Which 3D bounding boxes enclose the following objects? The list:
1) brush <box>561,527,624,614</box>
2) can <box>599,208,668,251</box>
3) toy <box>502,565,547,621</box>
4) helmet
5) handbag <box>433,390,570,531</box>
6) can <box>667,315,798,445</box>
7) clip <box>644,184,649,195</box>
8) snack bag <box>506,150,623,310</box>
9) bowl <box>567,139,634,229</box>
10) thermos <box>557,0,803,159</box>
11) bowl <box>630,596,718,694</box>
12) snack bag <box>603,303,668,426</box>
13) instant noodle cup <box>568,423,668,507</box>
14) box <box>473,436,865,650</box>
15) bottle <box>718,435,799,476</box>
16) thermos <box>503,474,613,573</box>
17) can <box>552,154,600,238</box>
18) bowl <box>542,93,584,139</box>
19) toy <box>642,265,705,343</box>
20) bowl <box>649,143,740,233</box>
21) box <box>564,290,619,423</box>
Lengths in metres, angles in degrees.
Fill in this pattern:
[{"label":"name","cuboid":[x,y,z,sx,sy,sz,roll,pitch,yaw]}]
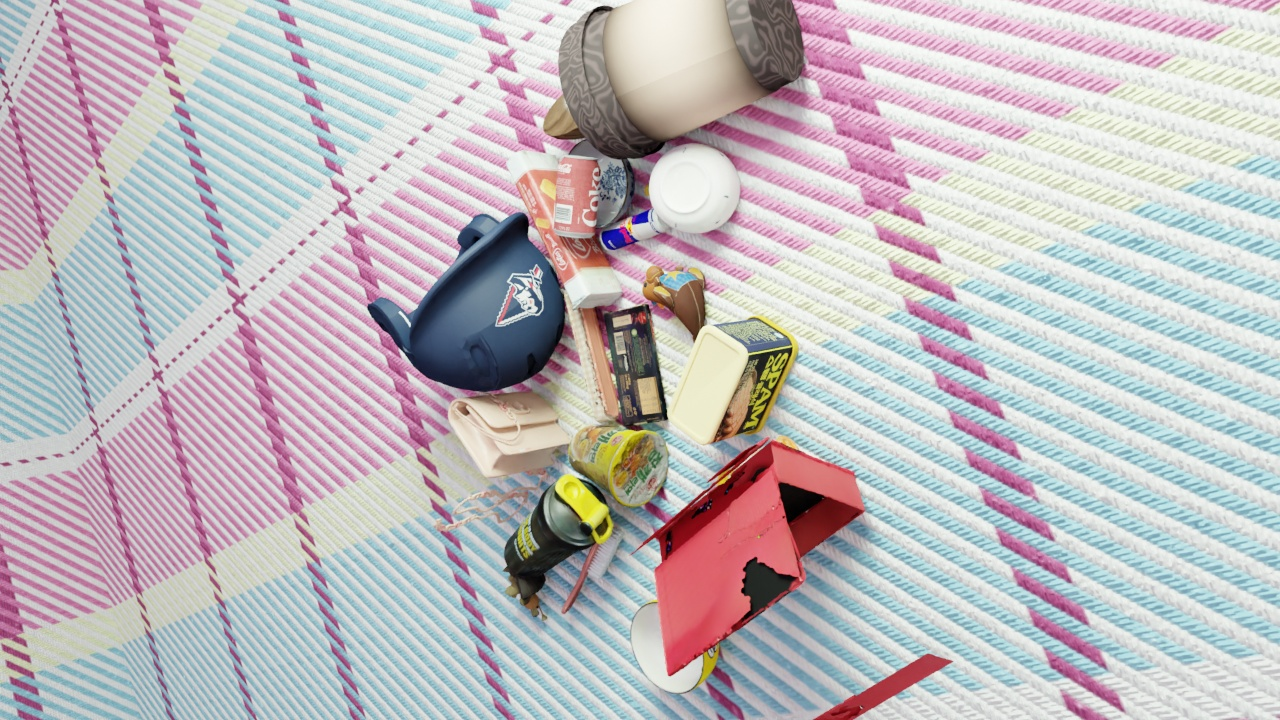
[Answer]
[{"label":"brush","cuboid":[-0.067,0.294,1.269,0.030,0.040,0.173,32,117,13]},{"label":"can","cuboid":[-0.007,-0.165,1.152,0.095,0.032,0.032,-14,87,40]},{"label":"toy","cuboid":[-0.165,0.340,1.347,0.076,0.062,0.100,-124,13,-75]},{"label":"helmet","cuboid":[-0.205,-0.075,1.199,0.223,0.231,0.273,36,148,10]},{"label":"handbag","cuboid":[-0.218,0.132,1.262,0.116,0.198,0.187,47,113,20]},{"label":"can","cuboid":[0.103,0.023,1.041,0.075,0.104,0.135,36,118,31]},{"label":"clip","cuboid":[0.032,-0.217,1.116,0.054,0.045,0.049,13,129,40]},{"label":"snack bag","cuboid":[-0.100,-0.172,1.199,0.041,0.077,0.225,-38,72,36]},{"label":"bowl","cuboid":[-0.046,-0.224,1.168,0.114,0.045,0.114,7,101,39]},{"label":"thermos","cuboid":[0.048,-0.330,1.003,0.227,0.172,0.172,-11,89,34]},{"label":"bowl","cuboid":[0.052,0.351,1.156,0.117,0.067,0.117,7,101,39]},{"label":"snack bag","cuboid":[-0.007,0.007,1.186,0.075,0.018,0.155,-9,91,42]},{"label":"instant noodle cup","cuboid":[-0.034,0.126,1.186,0.108,0.102,0.102,15,106,46]},{"label":"box","cuboid":[0.036,0.178,0.929,0.212,0.408,0.107,-46,59,34]},{"label":"bottle","cuboid":[0.137,0.131,1.055,0.109,0.063,0.063,-49,66,33]},{"label":"thermos","cuboid":[-0.115,0.232,1.243,0.098,0.098,0.221,61,142,15]},{"label":"can","cuboid":[-0.078,-0.202,1.132,0.054,0.053,0.097,17,107,37]},{"label":"bowl","cuboid":[-0.066,-0.315,1.155,0.119,0.032,0.119,-25,40,23]},{"label":"toy","cuboid":[0.042,-0.067,1.127,0.090,0.070,0.103,16,130,50]},{"label":"bowl","cuboid":[0.059,-0.199,1.059,0.105,0.054,0.105,2,97,18]},{"label":"box","cuboid":[-0.068,-0.007,1.213,0.079,0.054,0.187,149,108,-73]}]
